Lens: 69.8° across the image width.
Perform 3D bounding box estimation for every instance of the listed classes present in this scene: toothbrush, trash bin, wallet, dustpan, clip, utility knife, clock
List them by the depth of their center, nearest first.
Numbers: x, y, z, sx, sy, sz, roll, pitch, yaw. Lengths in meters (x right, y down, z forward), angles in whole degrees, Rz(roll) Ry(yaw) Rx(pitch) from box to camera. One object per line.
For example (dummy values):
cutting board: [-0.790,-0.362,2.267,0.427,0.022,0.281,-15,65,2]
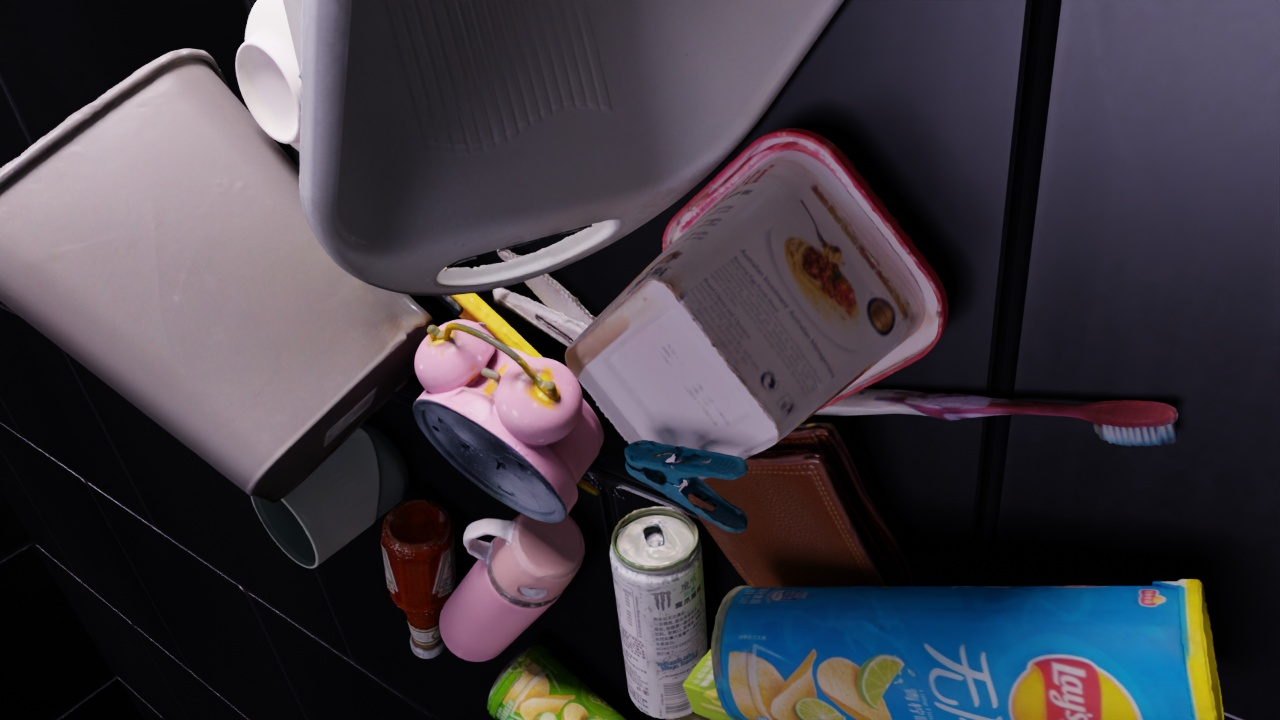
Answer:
dustpan: [-0.005,-0.108,0.302,0.258,0.222,0.142,-4,105,56]
clip: [0.017,0.044,0.351,0.055,0.013,0.034,20,131,27]
toothbrush: [0.138,0.024,0.416,0.188,0.016,0.017,1,129,42]
wallet: [0.079,0.088,0.491,0.101,0.032,0.124,-8,125,42]
clock: [-0.082,0.033,0.563,0.117,0.059,0.159,25,153,24]
utility knife: [-0.124,-0.046,0.574,0.218,0.015,0.033,43,152,-8]
trash bin: [-0.269,-0.038,0.604,0.220,0.198,0.199,44,162,-3]

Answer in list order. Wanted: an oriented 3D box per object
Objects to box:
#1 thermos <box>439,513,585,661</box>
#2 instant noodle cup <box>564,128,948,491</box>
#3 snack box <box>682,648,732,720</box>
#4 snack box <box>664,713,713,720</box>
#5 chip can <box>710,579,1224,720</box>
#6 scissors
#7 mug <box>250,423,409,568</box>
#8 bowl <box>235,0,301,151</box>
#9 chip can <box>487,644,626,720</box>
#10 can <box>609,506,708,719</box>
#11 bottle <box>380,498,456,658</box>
thermos: [-0.111,0.172,0.708,0.087,0.067,0.199,17,143,-15]
instant noodle cup: [0.045,-0.016,0.387,0.116,0.123,0.117,52,140,-1]
snack box: [0.109,0.177,0.502,0.157,0.085,0.026,3,121,42]
snack box: [0.096,0.357,0.646,0.115,0.063,0.240,-5,122,44]
chip can: [0.140,0.137,0.420,0.211,0.071,0.071,-9,113,32]
scissors: [-0.004,0.015,0.540,0.198,0.015,0.213,-2,118,44]
mug: [-0.265,0.098,0.773,0.082,0.106,0.112,-19,105,49]
bowl: [-0.191,-0.165,0.539,0.116,0.066,0.117,24,133,29]
chip can: [-0.028,0.326,0.751,0.221,0.072,0.073,35,137,18]
can: [0.014,0.169,0.604,0.058,0.058,0.147,19,130,33]
bottle: [-0.196,0.206,0.829,0.060,0.059,0.207,32,139,22]
